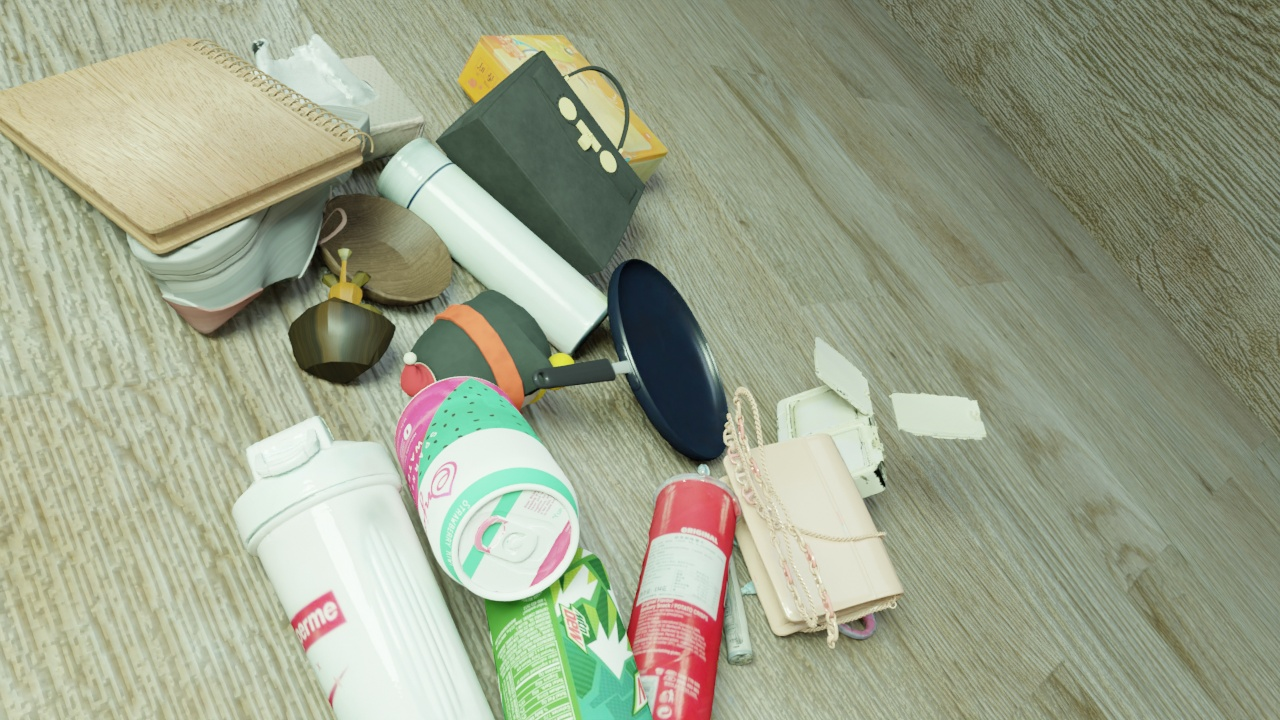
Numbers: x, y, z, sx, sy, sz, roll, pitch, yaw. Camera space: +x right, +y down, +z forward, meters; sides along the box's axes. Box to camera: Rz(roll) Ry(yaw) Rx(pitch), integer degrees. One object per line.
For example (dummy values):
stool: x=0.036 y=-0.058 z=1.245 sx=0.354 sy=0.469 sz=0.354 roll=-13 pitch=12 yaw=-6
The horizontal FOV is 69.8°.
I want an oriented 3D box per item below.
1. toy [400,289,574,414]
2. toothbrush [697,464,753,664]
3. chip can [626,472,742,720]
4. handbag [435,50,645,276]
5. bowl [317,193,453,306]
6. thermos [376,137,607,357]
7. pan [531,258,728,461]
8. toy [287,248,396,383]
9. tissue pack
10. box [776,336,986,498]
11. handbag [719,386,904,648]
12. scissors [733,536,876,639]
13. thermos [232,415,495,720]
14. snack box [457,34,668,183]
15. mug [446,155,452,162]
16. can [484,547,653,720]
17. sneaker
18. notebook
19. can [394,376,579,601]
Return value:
toy: x=-0.127 y=0.006 z=0.694 sx=0.119 sy=0.098 sz=0.099 roll=-33 pitch=93 yaw=-31
toothbrush: x=0.069 y=0.164 z=0.771 sx=0.024 sy=0.022 sz=0.185 roll=35 pitch=34 yaw=-38
chip can: x=0.026 y=0.188 z=0.663 sx=0.073 sy=0.073 sz=0.232 roll=33 pitch=37 yaw=-13
handbag: x=-0.065 y=-0.209 z=0.883 sx=0.176 sy=0.072 sz=0.195 roll=50 pitch=54 yaw=-26
bowl: x=-0.214 y=-0.085 z=0.754 sx=0.117 sy=0.030 sz=0.117 roll=25 pitch=39 yaw=-23
thermos: x=-0.129 y=-0.100 z=0.821 sx=0.230 sy=0.068 sz=0.067 roll=41 pitch=35 yaw=-1
pan: x=-0.005 y=0.004 z=0.774 sx=0.355 sy=0.021 sz=0.198 roll=-8 pitch=75 yaw=-67
toy: x=-0.218 y=-0.034 z=0.672 sx=0.076 sy=0.063 sz=0.100 roll=-4 pitch=64 yaw=-1
tissue pack: x=-0.283 y=-0.216 z=0.777 sx=0.180 sy=0.071 sz=0.104 roll=-27 pitch=73 yaw=-40
box: x=0.211 y=0.040 z=0.867 sx=0.101 sy=0.194 sz=0.143 roll=59 pitch=20 yaw=-32
handbag: x=0.151 y=0.124 z=0.725 sx=0.116 sy=0.188 sz=0.198 roll=-13 pitch=61 yaw=-12
scissors: x=0.143 y=0.180 z=0.835 sx=0.172 sy=0.014 sz=0.158 roll=29 pitch=38 yaw=-13
thermos: x=-0.155 y=0.139 z=0.524 sx=0.099 sy=0.100 sz=0.220 roll=-12 pitch=66 yaw=-49
snack box: x=-0.088 y=-0.265 z=1.018 sx=0.195 sy=0.081 sz=0.144 roll=49 pitch=37 yaw=10
mug: x=-0.135 y=-0.194 z=0.919 sx=0.105 sy=0.071 sz=0.077 roll=61 pitch=33 yaw=-13
can: x=-0.044 y=0.190 z=0.557 sx=0.083 sy=0.083 sz=0.144 roll=19 pitch=28 yaw=-30
sneaker: x=-0.272 y=-0.107 z=0.675 sx=0.099 sy=0.090 sz=0.235 roll=16 pitch=43 yaw=10
notebook: x=-0.319 y=-0.162 z=0.641 sx=0.210 sy=0.022 sz=0.168 roll=32 pitch=49 yaw=24
can: x=-0.100 y=0.076 z=0.583 sx=0.088 sy=0.088 sz=0.166 roll=20 pitch=10 yaw=-29
